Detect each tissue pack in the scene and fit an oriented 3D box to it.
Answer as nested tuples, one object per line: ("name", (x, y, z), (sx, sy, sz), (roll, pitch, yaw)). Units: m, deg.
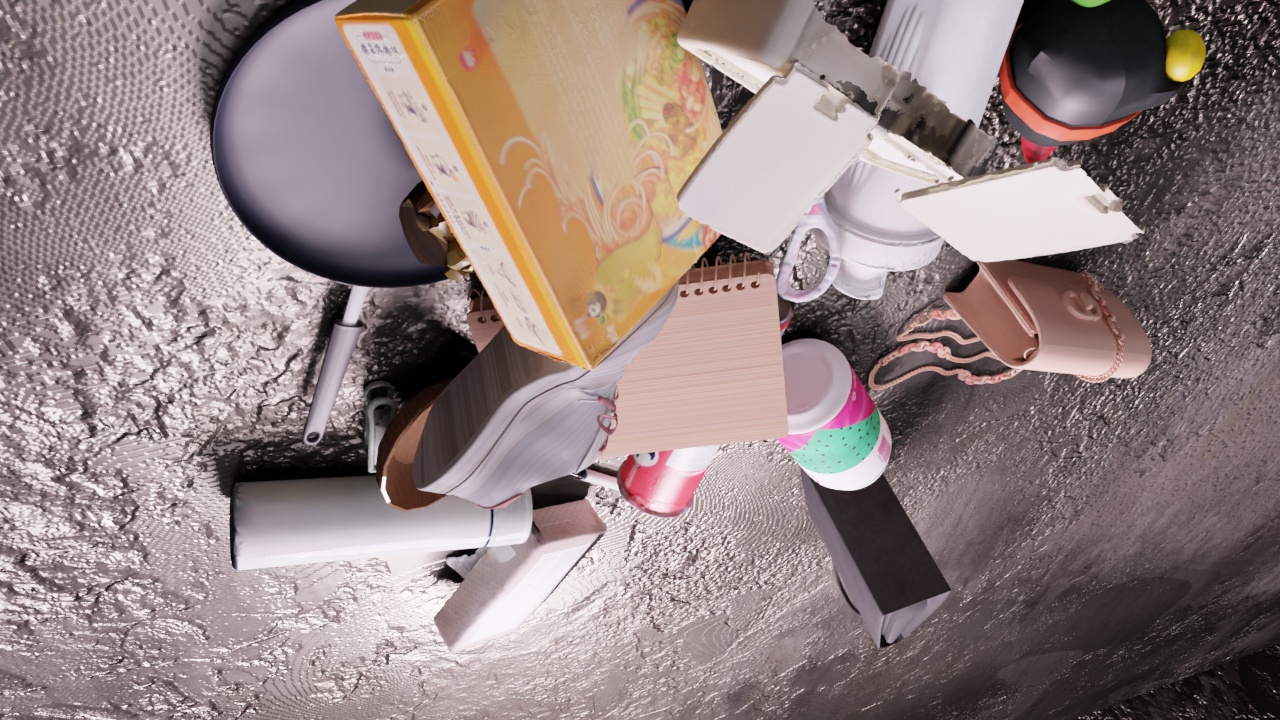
("tissue pack", (-0.124, 0.198, 0.874), (0.103, 0.071, 0.182), (-2, 141, -48))

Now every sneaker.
("sneaker", (-0.046, 0.019, 0.598), (0.089, 0.099, 0.237), (29, 122, -37))

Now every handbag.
("handbag", (0.345, 0.007, 0.834), (0.198, 0.116, 0.188), (4, 134, -30))
("handbag", (0.233, 0.217, 0.982), (0.072, 0.175, 0.196), (-17, 145, -9))

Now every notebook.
("notebook", (-0.004, 0.004, 0.663), (0.210, 0.022, 0.169), (-7, 132, 7))

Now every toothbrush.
("toothbrush", (-0.050, 0.105, 0.830), (0.012, 0.017, 0.186), (-40, 139, 25))

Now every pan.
("pan", (-0.167, -0.066, 0.566), (0.198, 0.021, 0.358), (5, 133, -31))

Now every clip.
("clip", (-0.194, 0.048, 0.683), (0.023, 0.047, 0.076), (-5, 136, -24))

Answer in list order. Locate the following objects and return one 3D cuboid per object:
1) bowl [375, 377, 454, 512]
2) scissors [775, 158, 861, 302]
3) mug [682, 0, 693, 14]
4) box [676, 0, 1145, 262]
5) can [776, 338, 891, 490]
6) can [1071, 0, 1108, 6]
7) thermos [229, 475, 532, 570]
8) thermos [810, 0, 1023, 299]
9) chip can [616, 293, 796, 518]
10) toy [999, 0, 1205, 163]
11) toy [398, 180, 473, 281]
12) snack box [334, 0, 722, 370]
("bowl", (-0.155, 0.057, 0.686), (0.117, 0.030, 0.118), (-41, 152, -28))
("scissors", (0.108, -0.103, 0.589), (0.173, 0.014, 0.159), (-18, 116, 32))
("mug", (0.064, -0.213, 0.483), (0.104, 0.071, 0.078), (-24, 151, -45))
("box", (0.095, -0.081, 0.403), (0.143, 0.194, 0.101), (21, 103, -30))
("can", (0.165, 0.053, 0.820), (0.088, 0.088, 0.166), (-32, 141, 11))
("can", (0.307, -0.269, 0.518), (0.144, 0.083, 0.083), (-25, 142, 2))
("thermos", (-0.203, 0.124, 0.735), (0.229, 0.068, 0.068), (-1, 137, -26))
("thermos", (0.175, -0.151, 0.589), (0.099, 0.099, 0.221), (-8, 135, -19))
("chip can", (0.048, 0.031, 0.749), (0.073, 0.073, 0.234), (-1, 136, -26))
("toy", (0.284, -0.187, 0.603), (0.099, 0.097, 0.119), (-19, 164, -6))
("toy", (-0.092, -0.066, 0.532), (0.076, 0.062, 0.100), (-22, 127, 27))
("snack box", (-0.039, -0.118, 0.461), (0.144, 0.081, 0.195), (-47, 134, -26))
